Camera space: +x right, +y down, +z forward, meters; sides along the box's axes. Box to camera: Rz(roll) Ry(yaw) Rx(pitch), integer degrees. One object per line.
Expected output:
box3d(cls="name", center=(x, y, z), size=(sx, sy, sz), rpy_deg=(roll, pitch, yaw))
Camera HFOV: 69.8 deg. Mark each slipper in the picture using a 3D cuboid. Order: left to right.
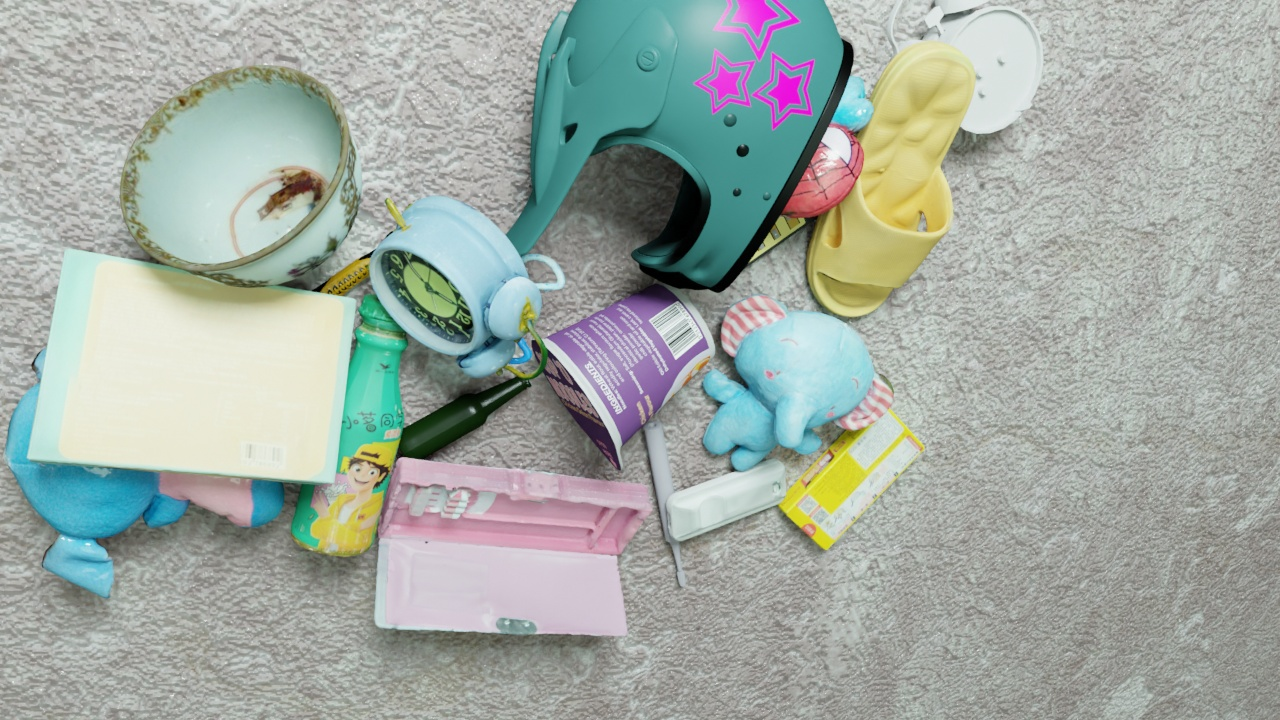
box3d(cls="slipper", center=(0.220, -0.138, 0.797), size=(0.099, 0.078, 0.264), rpy_deg=(3, 126, -15))

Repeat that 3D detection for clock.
box3d(cls="clock", center=(-0.130, -0.049, 0.685), size=(0.162, 0.118, 0.059), rpy_deg=(38, 53, 2))
box3d(cls="clock", center=(0.282, -0.268, 0.805), size=(0.159, 0.061, 0.120), rpy_deg=(33, 97, -27))

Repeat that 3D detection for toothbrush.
box3d(cls="toothbrush", center=(0.027, 0.145, 0.899), size=(0.018, 0.019, 0.188), rpy_deg=(-10, 114, 2))

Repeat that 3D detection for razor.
box3d(cls="razor", center=(-0.228, -0.068, 0.729), size=(0.144, 0.021, 0.044), rpy_deg=(-36, 130, -4))

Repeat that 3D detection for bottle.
box3d(cls="bottle", center=(-0.228, 0.051, 0.748), size=(0.068, 0.068, 0.210), rpy_deg=(13, 98, -23))
box3d(cls="bottle", center=(-0.151, 0.046, 0.793), size=(0.123, 0.033, 0.033), rpy_deg=(-30, 116, -7))

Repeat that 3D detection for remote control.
box3d(cls="remote control", center=(0.088, 0.138, 0.903), size=(0.133, 0.022, 0.050), rpy_deg=(-16, 114, -24))
box3d(cls="remote control", center=(0.108, -0.126, 0.826), size=(0.133, 0.013, 0.058), rpy_deg=(-36, 117, -3))

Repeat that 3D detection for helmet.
box3d(cls="helmet", center=(0.014, -0.180, 0.685), size=(0.200, 0.176, 0.275), rpy_deg=(23, 110, -12))

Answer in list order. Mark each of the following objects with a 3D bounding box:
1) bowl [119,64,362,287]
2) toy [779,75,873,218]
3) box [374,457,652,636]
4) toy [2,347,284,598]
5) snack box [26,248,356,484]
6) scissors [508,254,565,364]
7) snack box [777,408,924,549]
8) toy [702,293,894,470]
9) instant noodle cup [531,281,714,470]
box3d(cls="bowl", center=(-0.264, -0.115, 0.647), size=(0.160, 0.160, 0.094), rpy_deg=(-32, 157, -5))
box3d(cls="toy", center=(0.147, -0.180, 0.771), size=(0.062, 0.092, 0.133), rpy_deg=(23, 87, -55))
box3d(cls="box", center=(-0.106, 0.168, 0.800), size=(0.232, 0.115, 0.107), rpy_deg=(10, 133, -23))
box3d(cls="toy", center=(-0.366, 0.079, 0.695), size=(0.191, 0.099, 0.224), rpy_deg=(3, 97, -25))
box3d(cls="snack box", center=(-0.310, 0.010, 0.653), size=(0.193, 0.044, 0.141), rpy_deg=(9, 78, -29))
box3d(cls="scissors", center=(-0.116, -0.059, 0.741), size=(0.123, 0.016, 0.125), rpy_deg=(-37, 86, 12))
box3d(cls="snack box", center=(0.218, 0.119, 0.951), size=(0.152, 0.025, 0.075), rpy_deg=(-46, 117, 2))
box3d(cls="toy", center=(0.132, 0.035, 0.851), size=(0.183, 0.114, 0.181), rpy_deg=(33, 109, -17))
box3d(cls="instant noodle cup", center=(-0.005, 0.005, 0.788), size=(0.121, 0.122, 0.137), rpy_deg=(-35, 108, -14))
